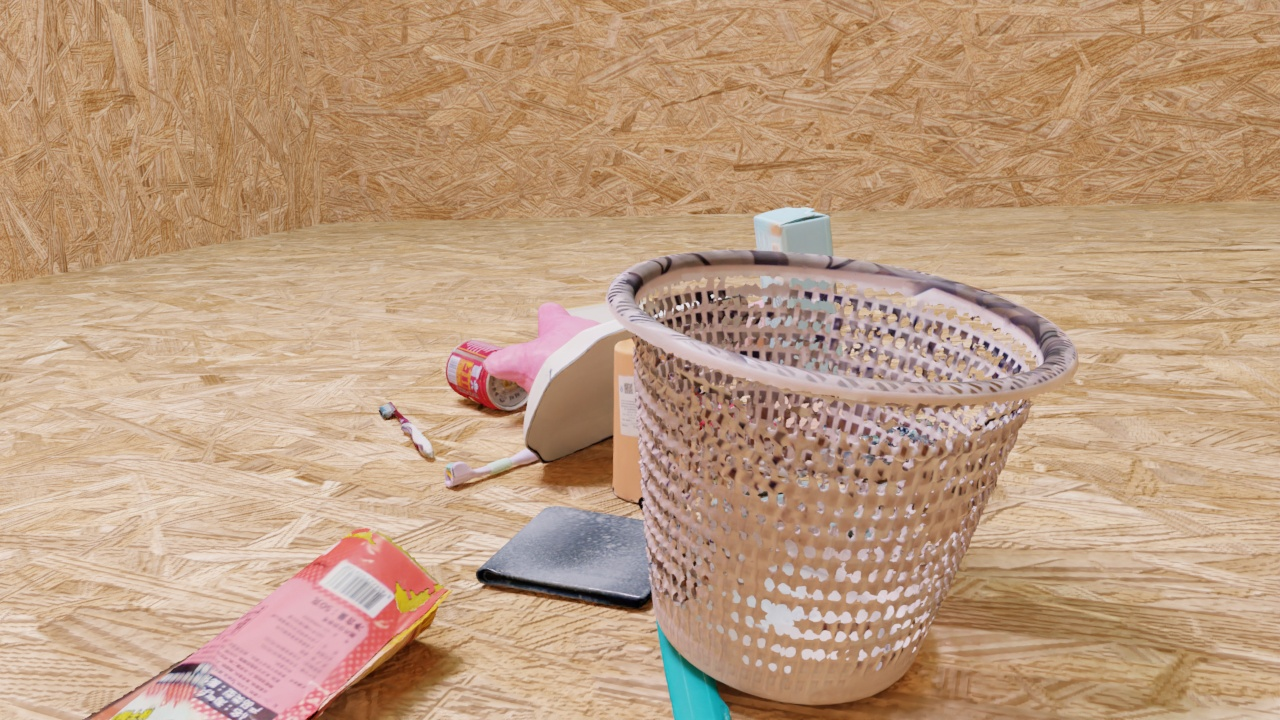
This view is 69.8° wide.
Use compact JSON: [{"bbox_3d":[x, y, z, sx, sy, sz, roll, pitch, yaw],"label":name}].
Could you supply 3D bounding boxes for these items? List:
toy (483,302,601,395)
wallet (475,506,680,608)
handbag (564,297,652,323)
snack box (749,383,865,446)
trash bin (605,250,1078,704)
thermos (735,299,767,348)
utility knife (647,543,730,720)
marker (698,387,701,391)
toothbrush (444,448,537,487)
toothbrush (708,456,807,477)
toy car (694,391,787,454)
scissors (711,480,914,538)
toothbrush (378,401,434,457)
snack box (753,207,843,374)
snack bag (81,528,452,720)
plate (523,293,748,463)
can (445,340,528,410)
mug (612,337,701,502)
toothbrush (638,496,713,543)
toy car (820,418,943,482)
[{"bbox_3d":[-0.059,0.013,0.943,0.178,0.075,0.194,24,33,7],"label":"toy"},{"bbox_3d":[-0.036,0.133,0.626,0.121,0.019,0.097,4,18,22],"label":"wallet"},{"bbox_3d":[-0.021,-0.008,1.099,0.163,0.063,0.179,-11,31,-24],"label":"handbag"},{"bbox_3d":[0.155,0.050,0.870,0.084,0.026,0.157,-4,15,0],"label":"snack box"},{"bbox_3d":[0.088,0.059,0.488,0.227,0.192,0.227,5,20,-2],"label":"trash bin"},{"bbox_3d":[0.159,-0.054,1.159,0.198,0.087,0.067,-20,-23,-47],"label":"thermos"},{"bbox_3d":[0.024,0.154,0.525,0.029,0.013,0.209,-3,19,-5],"label":"utility knife"},{"bbox_3d":[0.058,0.050,0.916,0.023,0.018,0.130,-29,13,6],"label":"marker"},{"bbox_3d":[-0.093,0.081,0.837,0.188,0.029,0.021,-15,59,-40],"label":"toothbrush"},{"bbox_3d":[0.063,0.083,0.769,0.180,0.016,0.016,3,25,43],"label":"toothbrush"},{"bbox_3d":[0.076,0.062,0.792,0.045,0.053,0.121,-30,24,-28],"label":"toy car"},{"bbox_3d":[0.143,0.113,0.653,0.177,0.019,0.169,-3,14,-2],"label":"scissors"},{"bbox_3d":[-0.238,0.069,0.924,0.017,0.016,0.188,-19,20,-23],"label":"toothbrush"},{"bbox_3d":[0.151,-0.054,0.870,0.051,0.175,0.074,-11,17,-8],"label":"snack box"},{"bbox_3d":[-0.200,0.166,0.467,0.129,0.073,0.207,0,20,30],"label":"snack bag"},{"bbox_3d":[-0.005,0.005,0.836,0.265,0.162,0.034,-20,57,-41],"label":"plate"},{"bbox_3d":[-0.163,0.016,1.000,0.066,0.066,0.094,-15,18,-35],"label":"can"},{"bbox_3d":[0.011,0.045,0.739,0.078,0.123,0.078,-4,16,1],"label":"mug"},{"bbox_3d":[0.057,0.126,0.636,0.016,0.014,0.190,17,1,-38],"label":"toothbrush"},{"bbox_3d":[0.190,0.074,0.730,0.106,0.049,0.031,-1,12,13],"label":"toy car"}]
